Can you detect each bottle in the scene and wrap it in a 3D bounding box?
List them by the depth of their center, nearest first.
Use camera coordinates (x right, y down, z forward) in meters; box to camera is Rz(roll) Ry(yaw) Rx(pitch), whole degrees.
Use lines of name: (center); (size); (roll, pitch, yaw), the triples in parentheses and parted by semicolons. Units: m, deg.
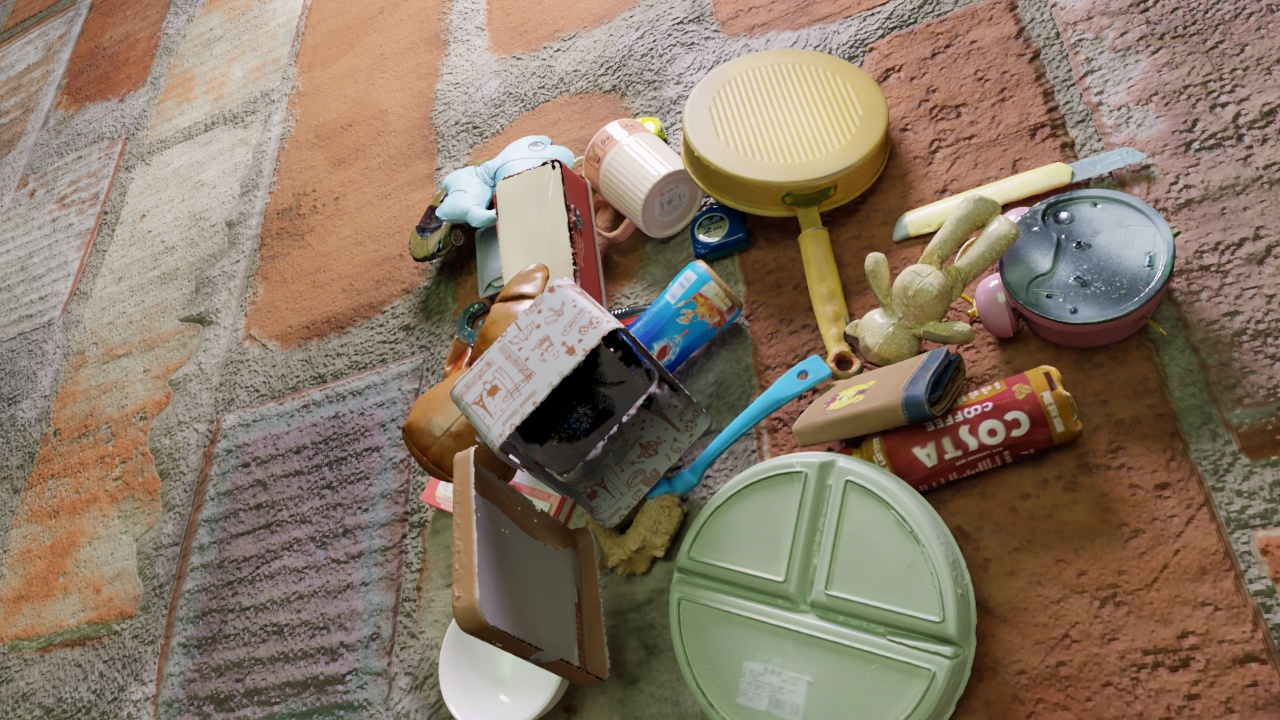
bottle: (0.227, 0.060, 0.678); (0.175, 0.057, 0.057); (-23, 54, 15)
bottle: (-0.005, 0.005, 0.828); (0.219, 0.065, 0.065); (-44, 51, 6)

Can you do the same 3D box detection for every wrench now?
wrench: (-0.077, -0.036, 0.925); (0.274, 0.016, 0.056); (0, 68, 29)

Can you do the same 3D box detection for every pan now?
pan: (0.147, -0.145, 0.832); (0.198, 0.078, 0.356); (-9, 55, 1)

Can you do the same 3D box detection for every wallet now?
wallet: (0.181, 0.029, 0.695); (0.116, 0.033, 0.090); (-22, 10, 41)
wallet: (-0.119, -0.124, 0.987); (0.130, 0.037, 0.106); (-21, 54, 17)

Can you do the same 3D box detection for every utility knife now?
utility knife: (0.313, -0.143, 0.776); (0.205, 0.021, 0.030); (-19, 58, 26)

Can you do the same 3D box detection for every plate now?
plate: (0.118, 0.177, 0.655); (0.231, 0.027, 0.230); (-10, 71, 30)

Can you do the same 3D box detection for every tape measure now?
tape measure: (0.077, -0.124, 0.888); (0.058, 0.025, 0.054); (-17, 54, 14)

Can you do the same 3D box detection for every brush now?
brush: (0.053, 0.083, 0.760); (0.255, 0.046, 0.083); (-41, 47, 8)

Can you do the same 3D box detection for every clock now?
clock: (0.320, -0.068, 0.703); (0.159, 0.060, 0.117); (8, 68, 30)

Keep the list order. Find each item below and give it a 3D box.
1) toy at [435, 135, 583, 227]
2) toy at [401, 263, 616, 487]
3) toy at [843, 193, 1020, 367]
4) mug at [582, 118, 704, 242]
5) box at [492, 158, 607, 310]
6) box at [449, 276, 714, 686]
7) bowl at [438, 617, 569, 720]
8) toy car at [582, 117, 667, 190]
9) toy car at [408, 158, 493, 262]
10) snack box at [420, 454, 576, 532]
toy: (-0.139, -0.198, 1.001); (0.156, 0.050, 0.161); (-3, 46, 4)
toy: (-0.113, 0.022, 0.802); (0.140, 0.130, 0.200); (40, 105, 6)
toy: (0.227, -0.057, 0.715); (0.105, 0.066, 0.158); (45, 117, 18)
mug: (-0.007, -0.172, 0.929); (0.115, 0.081, 0.106); (-50, 52, 10)
box: (-0.094, -0.105, 0.892); (0.091, 0.076, 0.168); (-15, 72, 23)
box: (-0.058, 0.089, 0.685); (0.134, 0.179, 0.270); (6, 65, 33)
bowl: (-0.095, 0.244, 0.739); (0.118, 0.065, 0.118); (-13, 56, 21)
toy car: (-0.019, -0.227, 0.996); (0.105, 0.032, 0.048); (-43, 51, -2)
toy car: (-0.209, -0.172, 1.041); (0.070, 0.042, 0.157); (1, 51, 39)
snack box: (-0.130, 0.121, 0.855); (0.153, 0.025, 0.075); (13, 70, 33)
